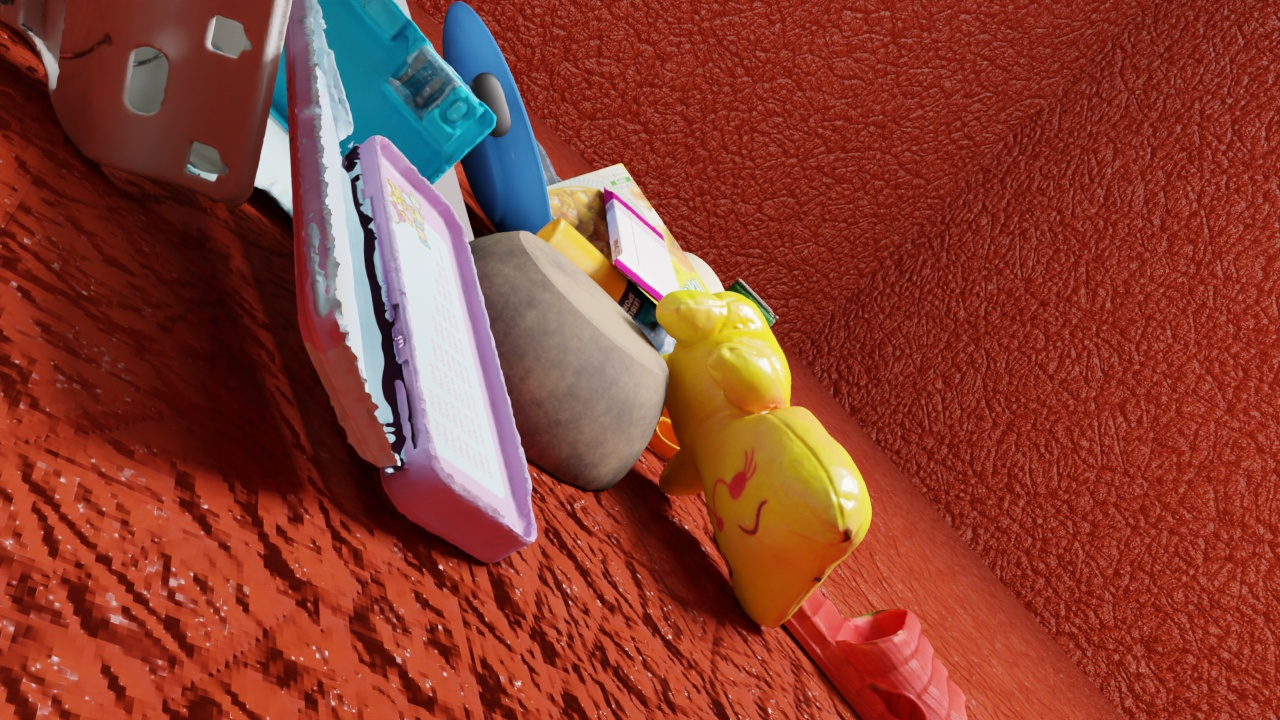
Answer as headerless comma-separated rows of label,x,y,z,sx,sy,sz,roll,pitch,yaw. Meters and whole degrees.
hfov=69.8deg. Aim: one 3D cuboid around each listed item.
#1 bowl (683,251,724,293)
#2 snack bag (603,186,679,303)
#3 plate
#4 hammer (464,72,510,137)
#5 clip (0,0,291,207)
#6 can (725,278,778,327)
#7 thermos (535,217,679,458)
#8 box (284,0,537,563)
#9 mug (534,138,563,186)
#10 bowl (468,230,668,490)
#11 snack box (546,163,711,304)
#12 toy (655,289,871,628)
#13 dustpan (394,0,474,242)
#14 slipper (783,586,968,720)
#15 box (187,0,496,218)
bowl,0.029,-0.050,0.989,0.073,0.118,0.118,-24,62,-34
snack bag,0.000,-0.088,0.726,0.070,0.016,0.196,37,18,-21
plate,-0.127,-0.171,0.745,0.224,0.024,0.225,56,-21,35
hammer,-0.161,-0.207,0.715,0.324,0.029,0.127,37,-34,57
clip,-0.196,-0.142,0.360,0.152,0.127,0.105,23,16,11
can,0.094,-0.030,1.067,0.067,0.121,0.067,43,10,-10
thermos,-0.004,0.004,0.688,0.232,0.091,0.076,42,-18,-18
box,-0.098,-0.038,0.361,0.151,0.040,0.214,68,0,-49
mug,-0.088,-0.147,0.870,0.111,0.081,0.117,49,-26,43
bowl,-0.050,-0.008,0.522,0.162,0.070,0.162,43,10,-10
snack box,-0.012,-0.088,0.801,0.168,0.027,0.131,56,39,2
toy,0.066,0.052,0.556,0.087,0.135,0.193,-8,51,-25
dustpan,-0.175,-0.185,0.609,0.191,0.053,0.258,-123,-161,-51
slipper,0.153,0.185,0.594,0.249,0.059,0.103,45,9,13
box,-0.203,-0.159,0.462,0.227,0.168,0.087,47,-31,-15
